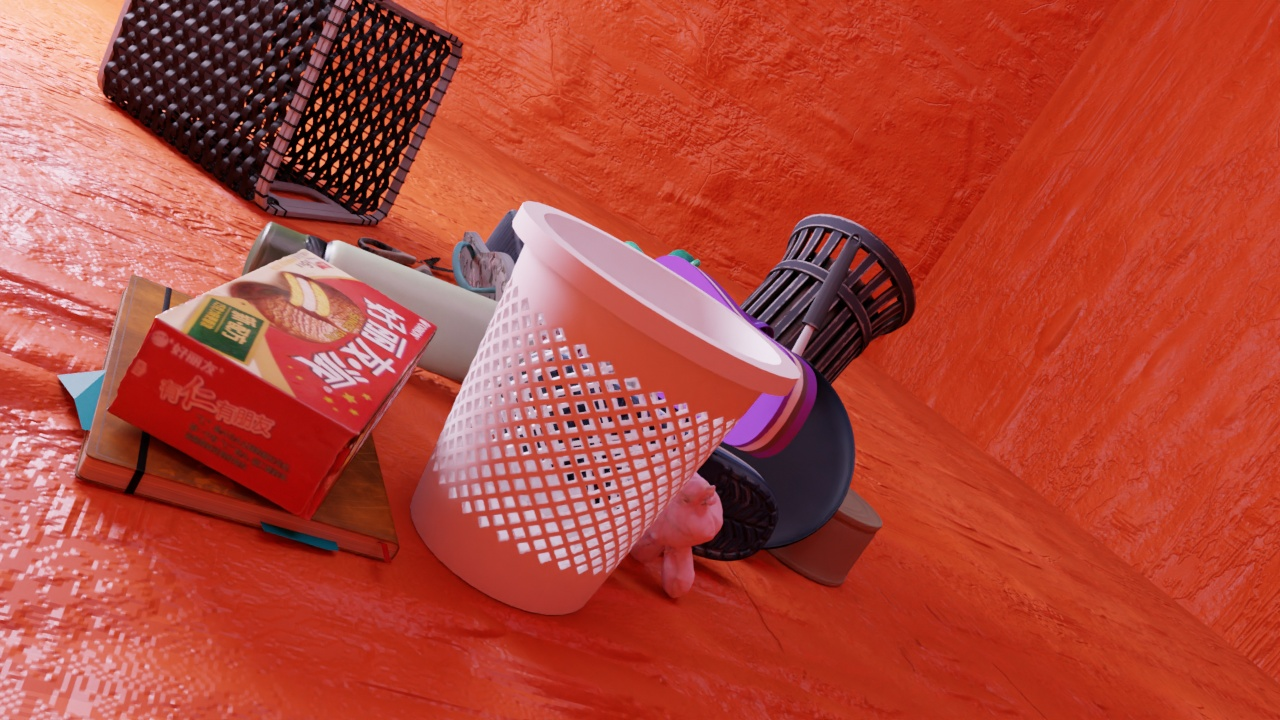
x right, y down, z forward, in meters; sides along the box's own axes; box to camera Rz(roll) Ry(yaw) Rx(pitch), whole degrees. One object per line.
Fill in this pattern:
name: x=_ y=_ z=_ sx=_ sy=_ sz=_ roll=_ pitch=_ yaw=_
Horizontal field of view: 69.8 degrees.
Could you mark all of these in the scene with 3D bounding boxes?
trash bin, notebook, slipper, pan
trash bin: x=0.162 y=-0.023 z=0.992 sx=0.164 sy=0.227 sz=0.164 roll=38 pitch=-23 yaw=19
trash bin: x=-0.038 y=0.038 z=0.577 sx=0.195 sy=0.200 sz=0.195 roll=31 pitch=12 yaw=-8
notebook: x=-0.242 y=0.028 z=0.549 sx=0.178 sy=0.014 sz=0.249 roll=25 pitch=14 yaw=-32
slipper: x=0.073 y=0.004 z=0.768 sx=0.084 sy=0.107 sz=0.266 roll=27 pitch=9 yaw=-31
slipper: x=-0.145 y=-0.097 z=1.120 sx=0.082 sy=0.101 sz=0.263 roll=34 pitch=16 yaw=-28
slipper: x=-0.183 y=-0.079 z=0.990 sx=0.054 sy=0.098 sz=0.269 roll=1 pitch=16 yaw=-20
slipper: x=-0.005 y=0.081 z=0.737 sx=0.252 sy=0.105 sz=0.095 roll=32 pitch=9 yaw=-17
pan: x=0.140 y=0.014 z=0.885 sx=0.199 sy=0.355 sz=0.021 roll=30 pitch=-21 yaw=2

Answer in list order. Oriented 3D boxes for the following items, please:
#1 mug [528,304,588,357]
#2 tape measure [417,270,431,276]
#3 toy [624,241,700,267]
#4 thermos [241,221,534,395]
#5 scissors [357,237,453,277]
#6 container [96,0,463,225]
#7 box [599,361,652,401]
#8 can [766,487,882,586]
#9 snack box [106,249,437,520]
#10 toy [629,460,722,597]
mug: x=-0.087 y=-0.016 z=0.869 sx=0.073 sy=0.089 sz=0.105 roll=25 pitch=2 yaw=-16
tape measure: x=-0.218 y=-0.062 z=0.904 sx=0.071 sy=0.042 sz=0.072 roll=23 pitch=11 yaw=-40
toy: x=0.016 y=-0.069 z=0.935 sx=0.130 sy=0.073 sz=0.192 roll=56 pitch=40 yaw=2
thermos: x=-0.204 y=-0.038 z=0.750 sx=0.231 sy=0.082 sz=0.082 roll=21 pitch=16 yaw=-24
scissors: x=-0.255 y=-0.108 z=1.060 sx=0.158 sy=0.012 sz=0.162 roll=24 pitch=15 yaw=-40
container: x=-0.395 y=-0.323 z=1.022 sx=0.244 sy=0.246 sz=0.247 roll=31 pitch=12 yaw=10
box: x=-0.007 y=-0.001 z=0.964 sx=0.108 sy=0.137 sz=0.128 roll=30 pitch=13 yaw=-23
can: x=0.171 y=0.157 z=0.926 sx=0.128 sy=0.073 sz=0.127 roll=31 pitch=12 yaw=-8
snack box: x=-0.206 y=0.001 z=0.562 sx=0.113 sy=0.060 sz=0.236 roll=32 pitch=12 yaw=-10
toy: x=0.026 y=0.116 z=0.659 sx=0.063 sy=0.110 sz=0.047 roll=37 pitch=36 yaw=27
